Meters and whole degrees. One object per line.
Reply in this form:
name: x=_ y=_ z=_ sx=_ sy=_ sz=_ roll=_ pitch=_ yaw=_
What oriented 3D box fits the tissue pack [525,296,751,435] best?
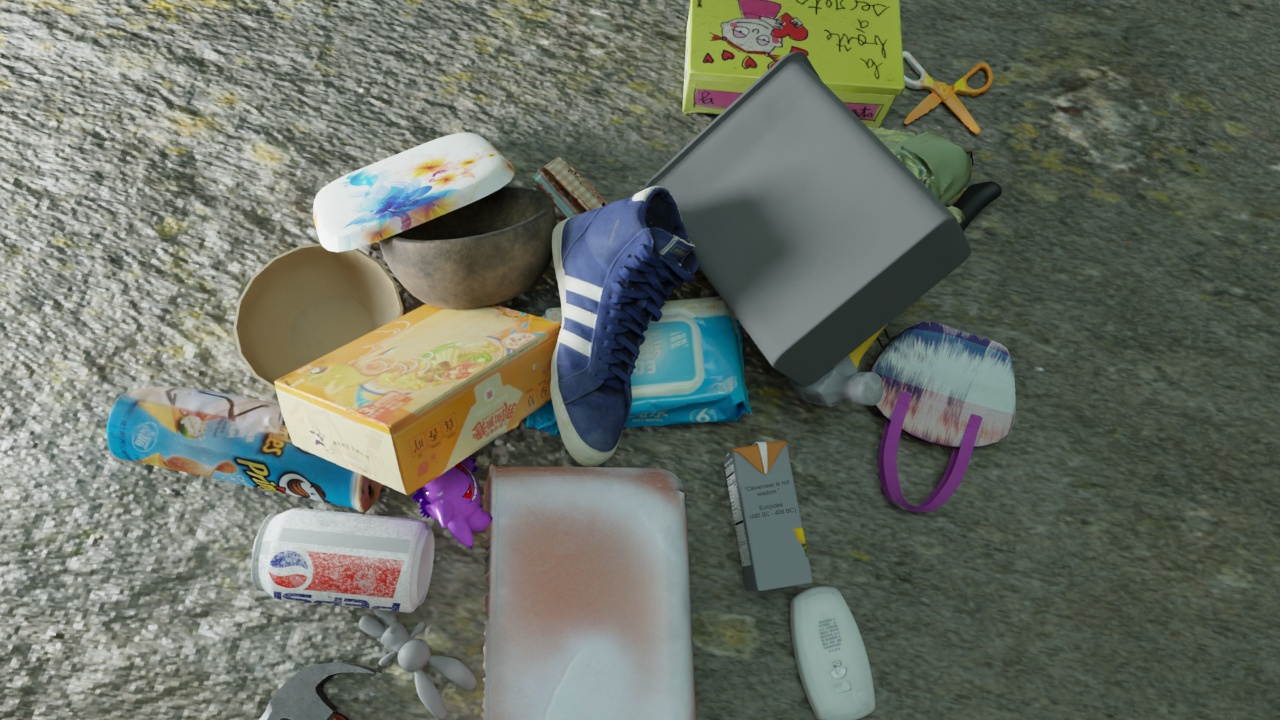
tissue pack: x=-0.005 y=0.005 z=0.857 sx=0.209 sy=0.066 sz=0.117 roll=-5 pitch=71 yaw=-2

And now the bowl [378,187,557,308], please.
bowl: x=-0.155 y=-0.103 z=0.849 sx=0.162 sy=0.162 sz=0.070 roll=-9 pitch=117 yaw=-6

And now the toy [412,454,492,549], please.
toy: x=-0.170 y=0.115 z=0.801 sx=0.056 sy=0.088 sz=0.106 roll=-21 pitch=74 yaw=-2

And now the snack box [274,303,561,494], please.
snack box: x=-0.175 y=0.026 z=0.772 sx=0.145 sy=0.081 sz=0.194 roll=15 pitch=34 yaw=33

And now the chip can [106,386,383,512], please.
chip can: x=-0.343 y=0.073 z=0.815 sx=0.229 sy=0.080 sz=0.079 roll=12 pitch=72 yaw=1

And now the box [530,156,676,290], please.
box: x=-0.033 y=-0.131 z=0.908 sx=0.187 sy=0.058 sz=0.060 roll=48 pitch=35 yaw=11

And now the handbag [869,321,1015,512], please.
handbag: x=0.271 y=0.058 z=0.857 sx=0.144 sy=0.068 sz=0.169 roll=18 pitch=79 yaw=4

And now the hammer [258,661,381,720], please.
hammer: x=-0.180 y=0.361 z=0.751 sx=0.300 sy=0.028 sz=0.111 roll=36 pitch=75 yaw=9

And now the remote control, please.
remote control: x=0.165 y=0.255 z=0.800 sx=0.060 sy=0.028 sz=0.114 roll=-13 pitch=73 yaw=-6

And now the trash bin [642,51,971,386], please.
trash bin: x=0.138 y=-0.123 z=0.800 sx=0.192 sy=0.097 sz=0.219 roll=-41 pitch=60 yaw=14

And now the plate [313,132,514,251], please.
plate: x=-0.220 y=-0.167 z=0.864 sx=0.186 sy=0.016 sz=0.187 roll=-25 pitch=33 yaw=-11

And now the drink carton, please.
drink carton: x=0.111 y=0.138 z=0.813 sx=0.048 sy=0.076 sz=0.124 roll=-8 pitch=77 yaw=-5

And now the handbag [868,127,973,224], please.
handbag: x=0.226 y=-0.165 z=0.898 sx=0.187 sy=0.117 sz=0.113 roll=13 pitch=30 yaw=33

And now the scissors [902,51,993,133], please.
scissors: x=0.326 y=-0.294 z=0.995 sx=0.125 sy=0.011 sz=0.129 roll=-39 pitch=76 yaw=-15

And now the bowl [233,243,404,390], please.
bowl: x=-0.295 y=-0.031 z=0.862 sx=0.152 sy=0.050 sz=0.152 roll=1 pitch=72 yaw=-2

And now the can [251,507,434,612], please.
can: x=-0.251 y=0.170 z=0.784 sx=0.136 sy=0.078 sz=0.078 roll=6 pitch=72 yaw=-1

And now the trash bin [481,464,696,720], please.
trash bin: x=-0.042 y=0.217 z=0.725 sx=0.157 sy=0.182 sz=0.259 roll=-1 pitch=71 yaw=-5

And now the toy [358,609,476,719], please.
toy: x=-0.194 y=0.252 z=0.785 sx=0.112 sy=0.030 sz=0.049 roll=39 pitch=60 yaw=15

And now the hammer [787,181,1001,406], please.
hammer: x=0.252 y=-0.071 z=0.882 sx=0.322 sy=0.127 sz=0.029 roll=-46 pitch=113 yaw=-25

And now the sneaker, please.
sneaker: x=-0.004 y=-0.037 z=0.764 sx=0.119 sy=0.091 sz=0.232 roll=-21 pitch=59 yaw=31

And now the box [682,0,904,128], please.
box: x=0.157 y=-0.320 z=0.961 sx=0.221 sy=0.082 sz=0.124 roll=5 pitch=71 yaw=0
